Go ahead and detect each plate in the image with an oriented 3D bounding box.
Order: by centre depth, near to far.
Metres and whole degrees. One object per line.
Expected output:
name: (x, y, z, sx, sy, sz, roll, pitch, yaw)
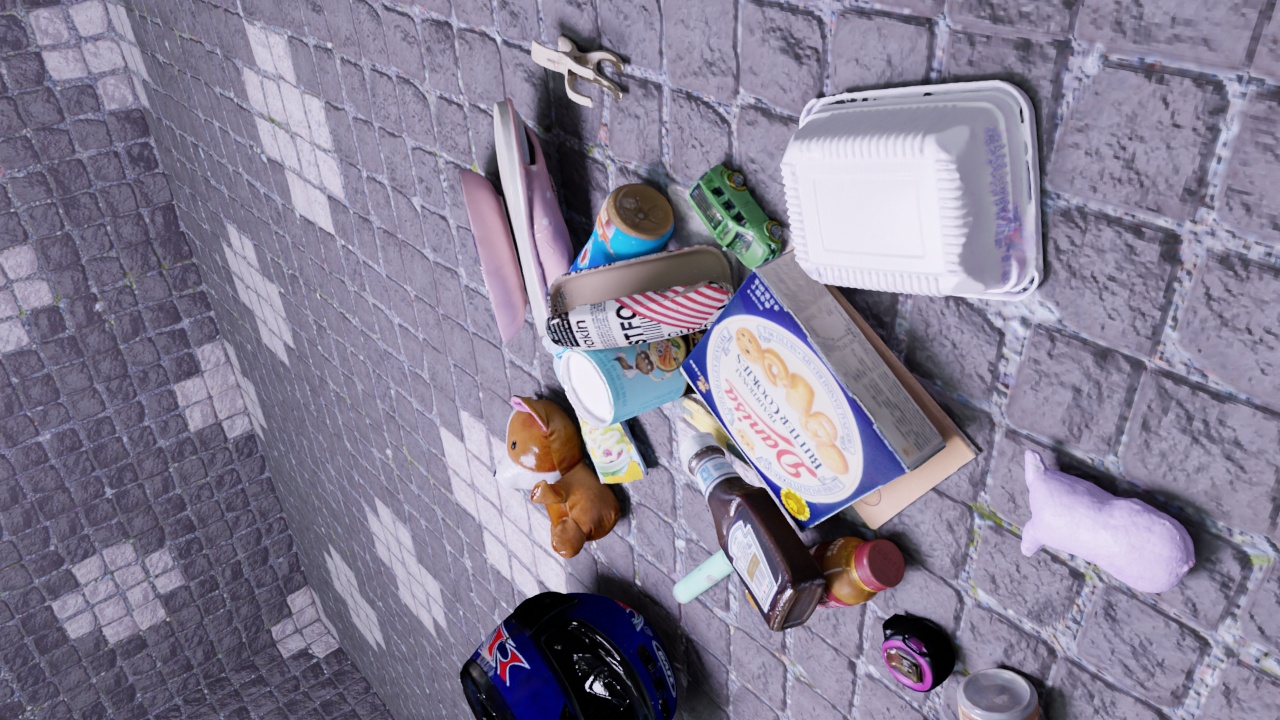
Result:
plate: (-0.155, -0.116, 1.001, 0.192, 0.039, 0.192, 165, 91, -84)

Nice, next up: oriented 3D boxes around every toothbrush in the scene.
toothbrush: (0.085, 0.216, 0.966, 0.026, 0.027, 0.225, 22, 146, -9)

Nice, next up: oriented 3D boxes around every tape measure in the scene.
tape measure: (0.230, 0.247, 0.768, 0.058, 0.039, 0.057, 16, 125, 50)

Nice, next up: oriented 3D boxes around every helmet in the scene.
helmet: (-0.073, 0.409, 1.123, 0.247, 0.240, 0.316, 66, 159, -4)

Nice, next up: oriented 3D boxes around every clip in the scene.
clip: (-0.065, -0.253, 0.797, 0.104, 0.081, 0.035, 31, 137, 25)

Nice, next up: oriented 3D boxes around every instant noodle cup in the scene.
instant noodle cup: (0.162, -0.102, 0.592, 0.174, 0.060, 0.138, 13, 123, 49)
instant noodle cup: (-0.005, 0.005, 0.849, 0.111, 0.120, 0.111, 35, 139, 37)

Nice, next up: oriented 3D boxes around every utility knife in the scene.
utility knife: (0.102, 0.086, 0.862, 0.198, 0.020, 0.031, 31, 142, 34)

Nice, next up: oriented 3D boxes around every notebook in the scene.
notebook: (0.158, 0.025, 0.738, 0.207, 0.008, 0.148, 53, 147, 16)

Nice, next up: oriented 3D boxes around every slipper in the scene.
slipper: (-0.102, -0.136, 0.925, 0.114, 0.054, 0.275, -110, 11, -45)

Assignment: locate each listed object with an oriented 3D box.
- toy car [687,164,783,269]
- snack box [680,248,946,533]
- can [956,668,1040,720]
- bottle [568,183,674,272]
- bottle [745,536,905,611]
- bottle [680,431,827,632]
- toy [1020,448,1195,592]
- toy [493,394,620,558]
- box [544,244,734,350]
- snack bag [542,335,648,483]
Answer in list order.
toy car: (0.075, -0.112, 0.731, 0.091, 0.036, 0.043, 51, 145, 11)
snack box: (0.125, 0.032, 0.726, 0.178, 0.045, 0.183, 54, 153, 12)
can: (0.283, 0.303, 0.716, 0.059, 0.058, 0.116, 13, 124, 51)
bottle: (-0.035, -0.082, 0.881, 0.065, 0.065, 0.219, 55, 147, 12)
bottle: (0.160, 0.191, 0.810, 0.057, 0.057, 0.175, 60, 148, 4)
bottle: (0.093, 0.142, 0.817, 0.194, 0.044, 0.080, 57, 146, 41)
toy: (0.291, 0.110, 0.580, 0.108, 0.038, 0.084, 21, 129, 44)
toy: (-0.110, 0.134, 1.108, 0.140, 0.130, 0.199, 153, 98, -80)
box: (-0.002, -0.057, 0.786, 0.076, 0.163, 0.087, 63, -164, -56)
snack bag: (-0.052, 0.045, 1.028, 0.110, 0.038, 0.191, -7, 106, 63)
